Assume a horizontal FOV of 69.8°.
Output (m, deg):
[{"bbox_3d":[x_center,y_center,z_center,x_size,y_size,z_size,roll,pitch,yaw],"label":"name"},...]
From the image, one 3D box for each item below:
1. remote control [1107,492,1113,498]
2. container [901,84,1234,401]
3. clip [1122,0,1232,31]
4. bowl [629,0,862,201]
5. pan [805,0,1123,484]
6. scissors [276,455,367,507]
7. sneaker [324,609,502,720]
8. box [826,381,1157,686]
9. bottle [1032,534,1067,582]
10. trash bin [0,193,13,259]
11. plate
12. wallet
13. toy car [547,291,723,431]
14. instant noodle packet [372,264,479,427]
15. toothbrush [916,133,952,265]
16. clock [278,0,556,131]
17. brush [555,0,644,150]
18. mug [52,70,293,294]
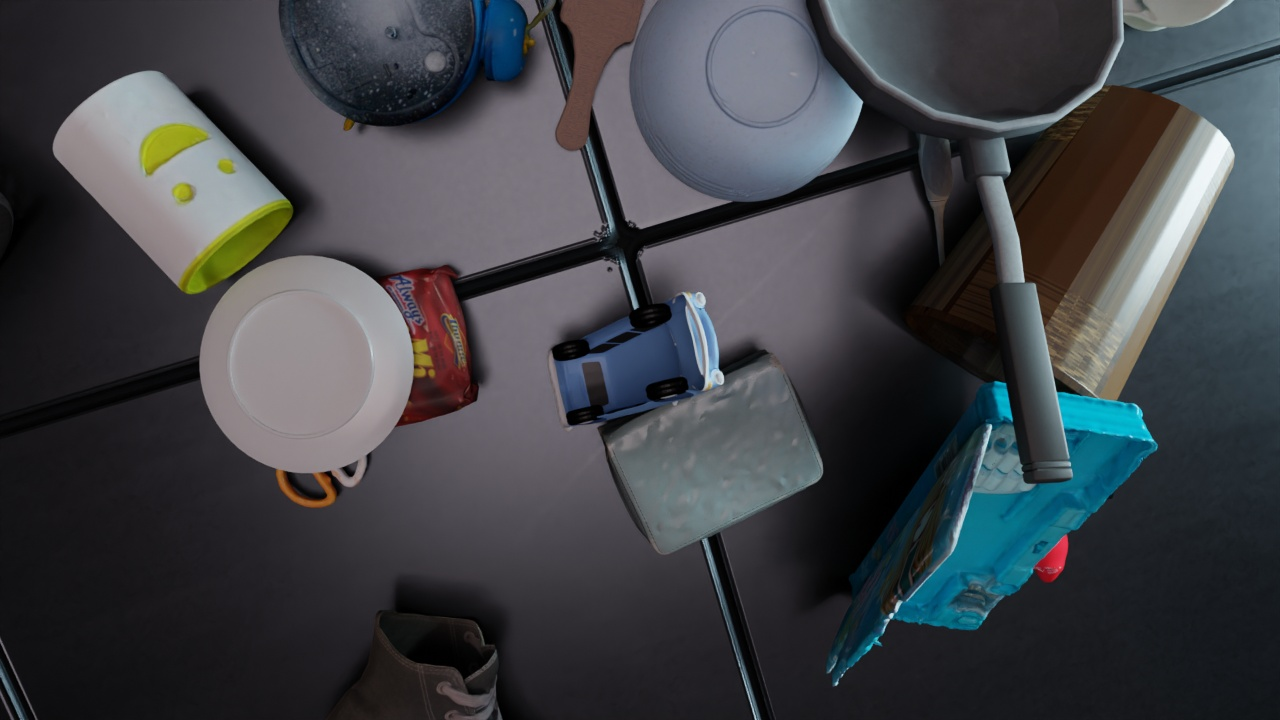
[{"bbox_3d":[0.310,0.028,0.629,0.030,0.009,0.140,-4,100,-1],"label":"remote control"},{"bbox_3d":[0.261,-0.065,0.554,0.132,0.132,0.167,32,91,-7],"label":"container"},{"bbox_3d":[0.291,-0.247,0.545,0.151,0.104,0.126,-42,96,-5],"label":"clip"},{"bbox_3d":[0.069,-0.171,0.552,0.150,0.074,0.150,0,101,-2],"label":"bowl"},{"bbox_3d":[0.181,-0.112,0.488,0.178,0.041,0.356,-2,74,-9],"label":"pan"},{"bbox_3d":[-0.233,0.037,0.611,0.065,0.013,0.128,-32,98,0],"label":"scissors"},{"bbox_3d":[-0.095,0.260,0.620,0.235,0.095,0.120,24,98,1],"label":"sneaker"},{"bbox_3d":[0.176,0.110,0.546,0.171,0.084,0.228,-17,145,-24],"label":"box"},{"bbox_3d":[0.271,0.078,0.620,0.042,0.042,0.141,1,100,-2],"label":"bottle"},{"bbox_3d":[-0.482,-0.098,0.509,0.183,0.156,0.156,40,96,-11],"label":"trash bin"},{"bbox_3d":[-0.207,0.003,0.563,0.134,0.011,0.134,0,91,3],"label":"plate"},{"bbox_3d":[0.047,0.059,0.606,0.131,0.054,0.100,-23,109,0],"label":"wallet"},{"bbox_3d":[-0.003,0.003,0.556,0.054,0.154,0.056,-8,82,-38],"label":"toy car"},{"bbox_3d":[-0.175,-0.003,0.589,0.135,0.039,0.098,-13,87,1],"label":"instant noodle packet"},{"bbox_3d":[0.189,-0.133,0.591,0.024,0.022,0.186,-2,105,35],"label":"toothbrush"},{"bbox_3d":[-0.128,-0.204,0.537,0.161,0.060,0.117,-18,103,10],"label":"clock"},{"bbox_3d":[-0.030,-0.199,0.573,0.049,0.015,0.136,9,108,-23],"label":"brush"},{"bbox_3d":[-0.277,-0.105,0.549,0.082,0.082,0.106,-42,98,5],"label":"mug"}]
